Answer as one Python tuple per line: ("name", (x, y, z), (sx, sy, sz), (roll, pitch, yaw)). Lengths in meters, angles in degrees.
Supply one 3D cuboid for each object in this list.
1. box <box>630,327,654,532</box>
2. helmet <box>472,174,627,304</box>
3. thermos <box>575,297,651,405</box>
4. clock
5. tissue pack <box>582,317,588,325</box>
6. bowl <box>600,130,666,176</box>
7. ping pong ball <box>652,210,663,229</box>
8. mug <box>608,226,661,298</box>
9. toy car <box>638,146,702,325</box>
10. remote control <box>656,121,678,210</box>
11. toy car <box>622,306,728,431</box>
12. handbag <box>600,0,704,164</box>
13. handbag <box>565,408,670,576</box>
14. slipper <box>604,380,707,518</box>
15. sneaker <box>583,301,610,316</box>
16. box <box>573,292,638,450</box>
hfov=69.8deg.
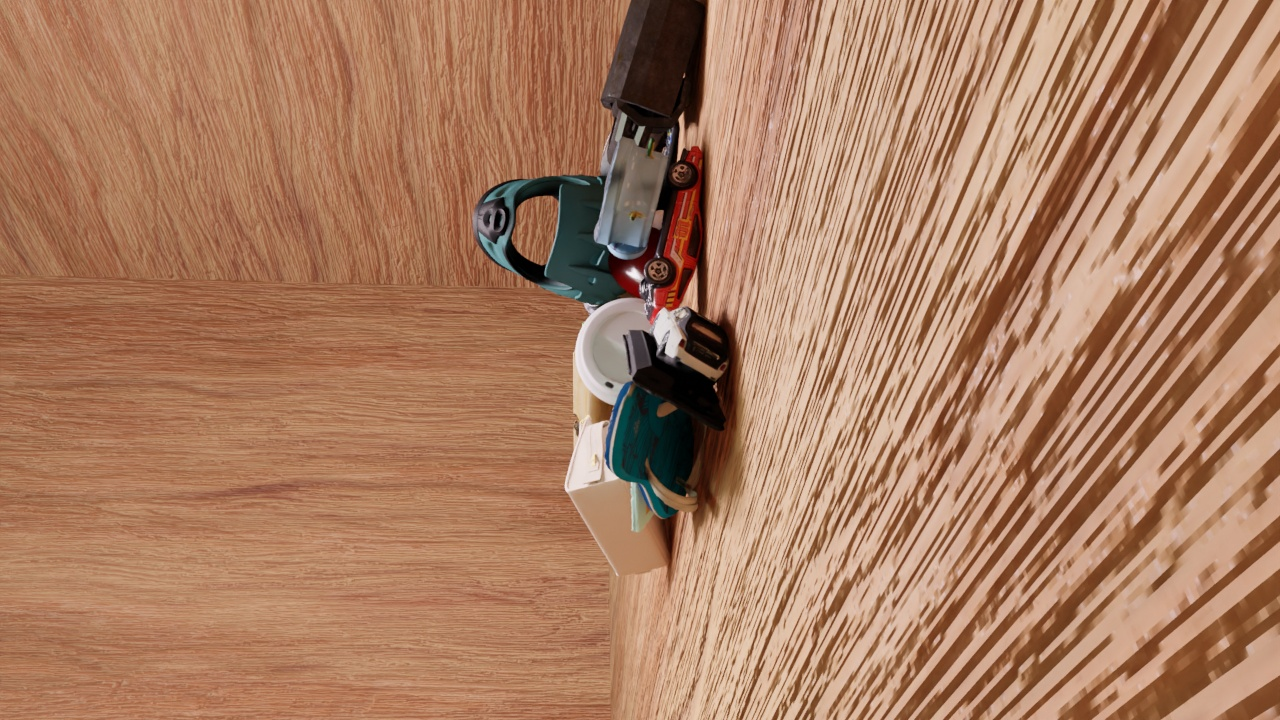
("box", (0.016, 0.075, 0.985), (0.138, 0.052, 0.187), (-79, -12, -54))
("helmet", (-0.087, -0.170, 1.257), (0.274, 0.200, 0.176), (1, -78, -59))
("thermos", (-0.007, 0.007, 1.166), (0.222, 0.131, 0.131), (74, -164, -78))
("clock", (-0.010, -0.175, 1.006), (0.162, 0.060, 0.118), (108, 176, -85))
("tissue pack", (-0.067, -0.014, 1.397), (0.099, 0.034, 0.114), (-37, -43, -71))
("bowl", (0.005, -0.311, 1.284), (0.150, 0.057, 0.151), (-59, -6, -10))
("ping pong ball", (0.028, -0.180, 1.218), (0.040, 0.040, 0.040), (179, 92, -86))
("mug", (0.021, -0.123, 1.154), (0.114, 0.087, 0.088), (-59, 35, 20))
("toy car", (0.037, -0.132, 0.982), (0.082, 0.056, 0.189), (118, 163, -79))
("remote control", (0.037, -0.262, 1.262), (0.045, 0.021, 0.141), (-97, 14, -54))
("toy car", (0.041, -0.009, 0.829), (0.071, 0.094, 0.191), (-58, 8, 8))
("handbag", (0.009, -0.313, 1.074), (0.197, 0.102, 0.199), (-106, 34, -77))
("handbag", (-0.025, 0.157, 1.244), (0.197, 0.101, 0.195), (-88, -23, -52))
("slipper", (0.032, 0.086, 0.877), (0.295, 0.060, 0.118), (49, -131, -69))
("sneaker", (-0.053, -0.080, 1.481), (0.150, 0.097, 0.253), (-10, -68, -54))
("box", (-0.043, 0.036, 1.372), (0.252, 0.068, 0.247), (-53, -29, -53))
